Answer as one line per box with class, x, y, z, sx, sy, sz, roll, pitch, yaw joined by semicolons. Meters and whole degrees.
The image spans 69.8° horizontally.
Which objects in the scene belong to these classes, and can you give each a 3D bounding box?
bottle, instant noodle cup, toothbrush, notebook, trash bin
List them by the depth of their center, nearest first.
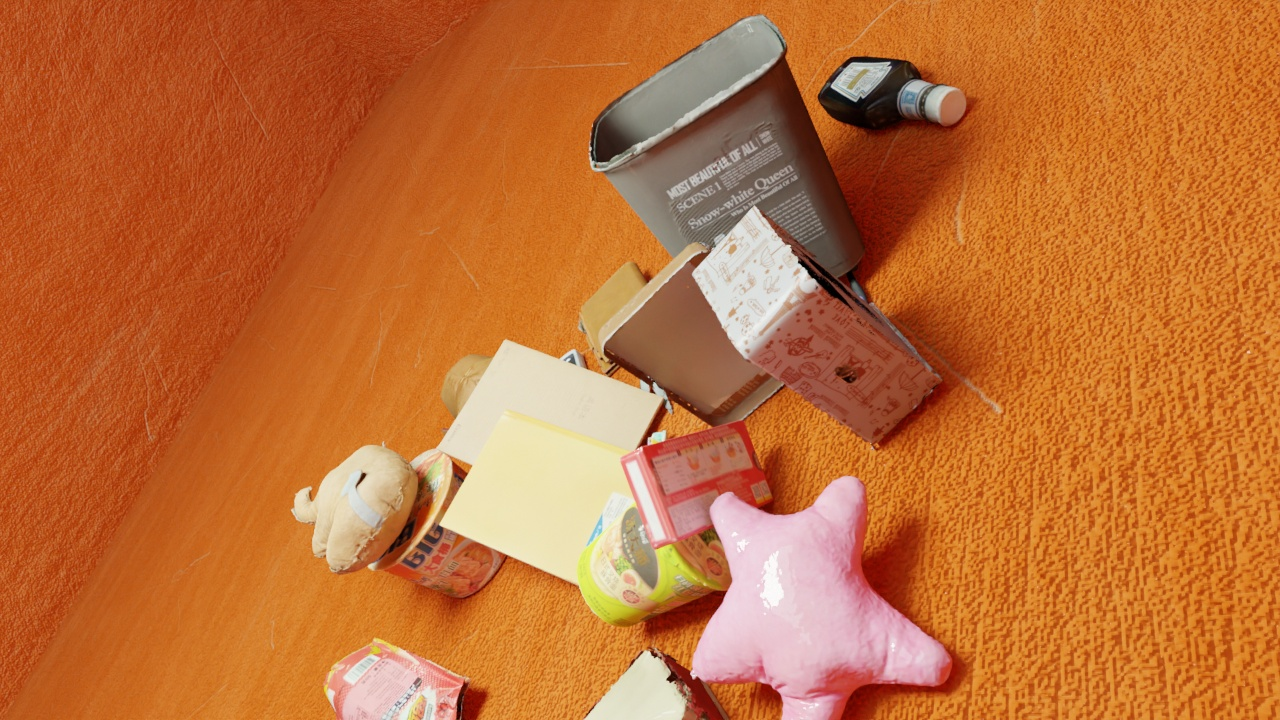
instant noodle cup;0.012;0.167;0.776;0.124;0.111;0.111;-41;31;32
toothbrush;0.206;-0.045;0.837;0.014;0.016;0.188;-43;33;31
toothbrush;0.007;0.091;0.847;0.029;0.020;0.189;-48;-1;8
trash bin;0.090;-0.172;0.876;0.199;0.220;0.198;-29;27;14
notebook;-0.088;0.138;0.928;0.206;0.010;0.145;16;66;26
bottle;0.268;-0.282;0.977;0.080;0.044;0.195;-50;31;2
notebook;-0.099;0.069;0.990;0.212;0.012;0.149;19;69;25
instant noodle cup;-0.223;0.192;1.043;0.152;0.111;0.151;-33;34;27

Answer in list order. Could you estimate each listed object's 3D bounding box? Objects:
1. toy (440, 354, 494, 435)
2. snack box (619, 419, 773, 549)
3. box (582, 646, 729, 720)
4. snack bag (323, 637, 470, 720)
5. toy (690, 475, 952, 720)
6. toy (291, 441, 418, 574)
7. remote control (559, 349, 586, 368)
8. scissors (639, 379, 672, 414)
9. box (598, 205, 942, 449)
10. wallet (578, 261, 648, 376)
toy;-0.184;0.050;1.146;0.140;0.130;0.200;-60;10;-12
snack box;0.049;0.096;0.739;0.026;0.152;0.075;-28;79;35
box;-0.017;0.304;0.684;0.168;0.077;0.091;-49;30;3
snack bag;-0.253;0.365;0.950;0.208;0.073;0.128;3;63;48
toy;0.103;0.172;0.648;0.179;0.074;0.194;-34;55;15
toy;-0.320;0.155;1.021;0.143;0.082;0.226;-53;27;-20
remote control;-0.085;0.043;1.111;0.058;0.021;0.150;-42;32;14
scissors;0.004;-0.005;1.025;0.163;0.014;0.165;16;76;48
box;0.101;0.002;0.755;0.206;0.180;0.157;-42;36;20
wallet;-0.026;-0.053;1.125;0.108;0.031;0.131;-44;35;12
